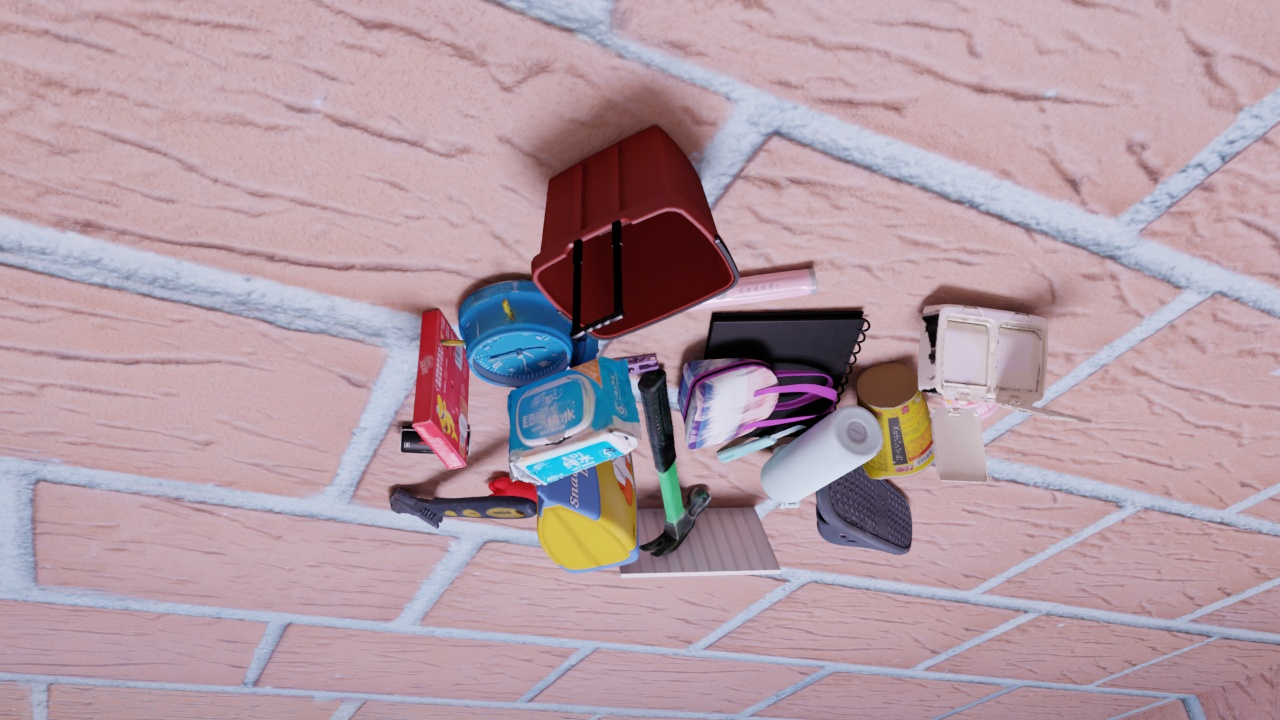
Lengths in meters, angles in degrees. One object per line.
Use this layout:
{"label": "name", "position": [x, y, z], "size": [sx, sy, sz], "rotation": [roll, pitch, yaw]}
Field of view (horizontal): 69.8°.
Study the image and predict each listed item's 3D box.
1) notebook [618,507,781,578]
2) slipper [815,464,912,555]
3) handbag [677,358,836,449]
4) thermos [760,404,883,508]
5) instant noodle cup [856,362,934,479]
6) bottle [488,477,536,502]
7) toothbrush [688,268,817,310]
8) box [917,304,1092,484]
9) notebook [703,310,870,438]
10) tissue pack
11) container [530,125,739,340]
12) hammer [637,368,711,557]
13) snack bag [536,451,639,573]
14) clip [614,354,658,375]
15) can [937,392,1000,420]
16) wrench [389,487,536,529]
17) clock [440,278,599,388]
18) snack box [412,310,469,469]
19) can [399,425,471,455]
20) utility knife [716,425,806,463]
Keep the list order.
{"label": "notebook", "position": [0.069, 0.243, 1.240], "size": [0.209, 0.142, 0.009], "rotation": [0, 116, -8]}
{"label": "slipper", "position": [0.288, 0.200, 1.246], "size": [0.083, 0.110, 0.268], "rotation": [-11, 153, 36]}
{"label": "handbag", "position": [0.131, 0.044, 1.008], "size": [0.170, 0.068, 0.145], "rotation": [-4, 144, -9]}
{"label": "thermos", "position": [0.206, 0.116, 1.083], "size": [0.065, 0.077, 0.207], "rotation": [-2, 158, -18]}
{"label": "instant noodle cup", "position": [0.292, 0.063, 1.060], "size": [0.100, 0.100, 0.112], "rotation": [-13, 133, 11]}
{"label": "bottle", "position": [-0.131, 0.183, 1.204], "size": [0.141, 0.041, 0.042], "rotation": [16, 139, -27]}
{"label": "toothbrush", "position": [0.061, -0.063, 0.900], "size": [0.222, 0.027, 0.026], "rotation": [-8, 173, 3]}
{"label": "box", "position": [0.368, 0.026, 0.927], "size": [0.144, 0.186, 0.101], "rotation": [3, 163, -20]}
{"label": "notebook", "position": [0.152, 0.022, 1.039], "size": [0.169, 0.019, 0.232], "rotation": [-1, 144, -4]}
{"label": "tissue pack", "position": [-0.072, 0.060, 0.901], "size": [0.145, 0.092, 0.061], "rotation": [-22, 148, 18]}
{"label": "container", "position": [-0.006, -0.074, 0.727], "size": [0.148, 0.200, 0.127], "rotation": [-22, 141, 22]}
{"label": "hammer", "position": [0.031, 0.126, 1.116], "size": [0.032, 0.130, 0.319], "rotation": [23, 145, 27]}
{"label": "snack bag", "position": [-0.077, 0.128, 1.035], "size": [0.102, 0.158, 0.205], "rotation": [-14, 142, 11]}
{"label": "clip", "position": [-0.006, 0.005, 0.999], "size": [0.052, 0.013, 0.036], "rotation": [-12, 145, 5]}
{"label": "can", "position": [0.365, 0.024, 1.028], "size": [0.067, 0.067, 0.076], "rotation": [-19, 142, 18]}
{"label": "wrench", "position": [-0.223, 0.181, 1.134], "size": [0.274, 0.022, 0.073], "rotation": [-9, 131, 41]}
{"label": "clock", "position": [-0.108, -0.017, 0.914], "size": [0.117, 0.060, 0.161], "rotation": [-31, 140, 30]}
{"label": "snack box", "position": [-0.193, 0.028, 0.903], "size": [0.021, 0.132, 0.089], "rotation": [-10, 144, 7]}
{"label": "can", "position": [-0.240, 0.094, 1.074], "size": [0.080, 0.031, 0.032], "rotation": [4, 143, -13]}
{"label": "utility knife", "position": [0.146, 0.103, 1.124], "size": [0.022, 0.015, 0.159], "rotation": [20, 152, -27]}
